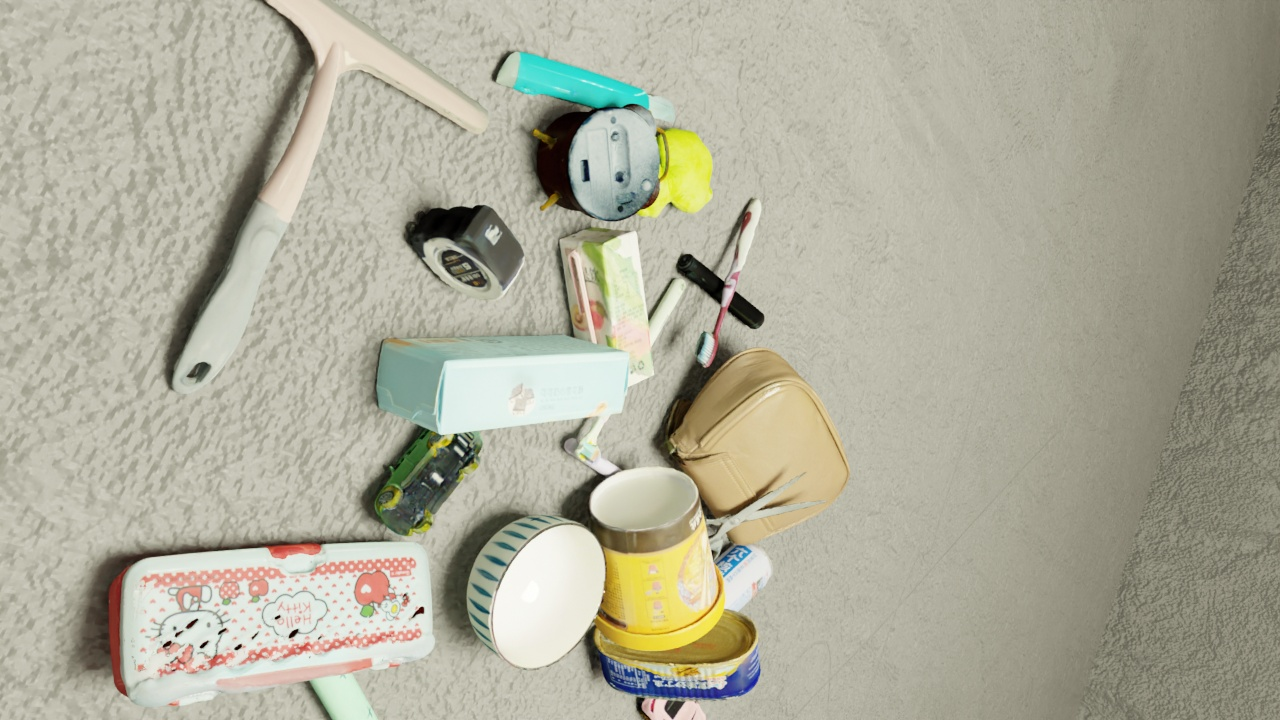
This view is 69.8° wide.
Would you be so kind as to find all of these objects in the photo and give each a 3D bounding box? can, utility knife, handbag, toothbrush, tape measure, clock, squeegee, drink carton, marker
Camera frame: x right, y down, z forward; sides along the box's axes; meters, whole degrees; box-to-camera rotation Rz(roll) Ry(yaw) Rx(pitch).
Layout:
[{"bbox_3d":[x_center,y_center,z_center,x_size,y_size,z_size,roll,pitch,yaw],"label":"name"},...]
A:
[{"bbox_3d":[0.075,0.238,0.926,0.134,0.053,0.053,-32,123,-38],"label":"can"},{"bbox_3d":[-0.035,-0.205,0.702,0.186,0.013,0.029,0,104,-46],"label":"utility knife"},{"bbox_3d":[0.112,0.083,0.886,0.147,0.099,0.204,-35,131,-3],"label":"handbag"},{"bbox_3d":[-0.005,0.005,0.786,0.029,0.020,0.189,50,59,-41],"label":"toothbrush"},{"bbox_3d":[0.033,0.262,0.826,0.074,0.148,0.049,-69,154,-59],"label":"can"},{"bbox_3d":[-0.113,-0.072,0.617,0.033,0.066,0.066,-61,139,-27],"label":"tape measure"},{"bbox_3d":[-0.022,-0.150,0.691,0.121,0.055,0.082,-18,112,-34],"label":"clock"},{"bbox_3d":[-0.195,0.274,0.660,0.026,0.027,0.225,-13,120,4],"label":"toothbrush"},{"bbox_3d":[-0.210,-0.095,0.526,0.247,0.040,0.249,27,82,-49],"label":"squeegee"},{"bbox_3d":[-0.007,0.109,0.823,0.021,0.029,0.189,-37,137,14],"label":"toothbrush"},{"bbox_3d":[-0.028,-0.042,0.730,0.045,0.054,0.123,-28,120,-39],"label":"drink carton"},{"bbox_3d":[0.078,-0.063,0.863,0.132,0.020,0.022,33,34,-47],"label":"marker"},{"bbox_3d":[0.081,-0.077,0.840,0.017,0.016,0.187,37,60,-33],"label":"toothbrush"}]

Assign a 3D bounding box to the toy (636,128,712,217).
[{"bbox_3d":[0.026,-0.159,0.770,0.100,0.031,0.097,-47,130,-27],"label":"toy"}]

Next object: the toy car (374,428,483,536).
[{"bbox_3d":[-0.150,0.079,0.644,0.091,0.036,0.043,-55,136,-22],"label":"toy car"}]

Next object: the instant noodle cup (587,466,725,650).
[{"bbox_3d":[0.008,0.162,0.778,0.118,0.119,0.114,-31,124,-38],"label":"instant noodle cup"}]

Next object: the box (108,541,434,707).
[{"bbox_3d":[-0.215,0.158,0.567,0.200,0.047,0.086,8,64,-49],"label":"box"}]

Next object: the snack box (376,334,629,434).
[{"bbox_3d":[-0.093,0.013,0.657,0.174,0.074,0.052,-4,105,-47],"label":"snack box"}]

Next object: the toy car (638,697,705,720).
[{"bbox_3d":[0.038,0.362,0.936,0.056,0.037,0.122,-47,133,-26],"label":"toy car"}]

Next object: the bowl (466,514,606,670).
[{"bbox_3d":[-0.089,0.173,0.716,0.116,0.066,0.116,-15,112,-44],"label":"bowl"}]

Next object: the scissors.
[{"bbox_3d":[0.083,0.154,0.863,0.177,0.014,0.160,5,134,-14],"label":"scissors"}]
